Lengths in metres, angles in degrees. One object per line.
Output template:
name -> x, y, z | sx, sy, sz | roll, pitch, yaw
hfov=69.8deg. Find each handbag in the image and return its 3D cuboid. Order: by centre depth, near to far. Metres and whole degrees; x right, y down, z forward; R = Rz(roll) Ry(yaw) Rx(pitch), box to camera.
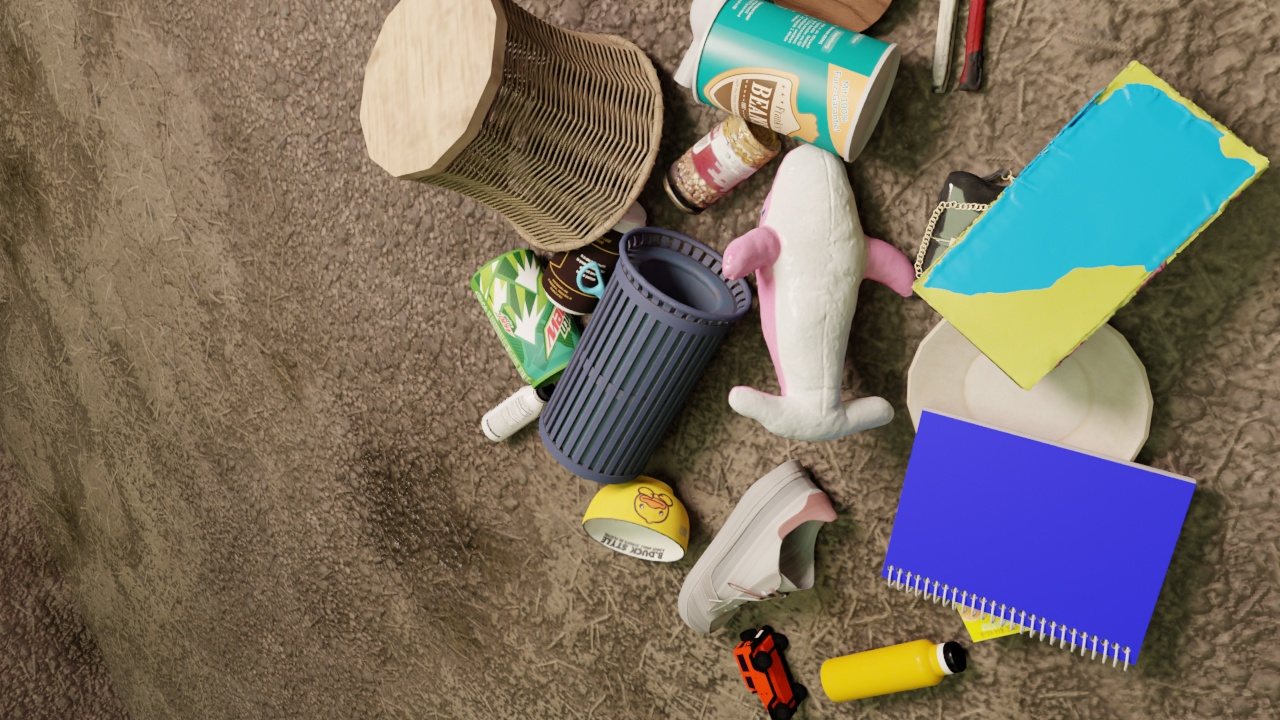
handbag -> 0.278, -0.098, 0.766 | 0.079, 0.054, 0.129 | 18, 111, 18

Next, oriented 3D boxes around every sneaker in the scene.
sneaker -> 0.124, 0.215, 0.935 | 0.089, 0.099, 0.237 | 46, 124, 33

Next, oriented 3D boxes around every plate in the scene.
plate -> 0.322, 0.031, 0.773 | 0.189, 0.027, 0.189 | 13, 117, 26

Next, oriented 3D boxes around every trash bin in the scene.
trash bin -> -0.006, 0.005, 0.939 | 0.139, 0.139, 0.250 | 41, 125, 18

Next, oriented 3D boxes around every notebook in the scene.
notebook -> 0.325, 0.148, 0.775 | 0.209, 0.022, 0.172 | 16, 107, 24

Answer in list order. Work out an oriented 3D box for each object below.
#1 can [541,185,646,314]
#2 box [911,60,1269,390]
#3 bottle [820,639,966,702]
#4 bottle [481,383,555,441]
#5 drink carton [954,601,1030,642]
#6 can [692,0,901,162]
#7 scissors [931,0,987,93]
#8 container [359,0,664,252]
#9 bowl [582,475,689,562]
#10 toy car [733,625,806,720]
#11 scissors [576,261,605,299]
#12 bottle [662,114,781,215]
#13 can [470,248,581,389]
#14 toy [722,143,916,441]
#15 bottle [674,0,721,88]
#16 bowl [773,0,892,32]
can -> -0.050, -0.114, 0.973 | 0.072, 0.071, 0.129 | 44, 124, 17
box -> 0.322, -0.094, 0.678 | 0.124, 0.079, 0.221 | 44, 104, 13
bottle -> 0.249, 0.305, 0.907 | 0.144, 0.043, 0.043 | -28, 87, 37
bottle -> -0.145, 0.058, 1.112 | 0.116, 0.041, 0.041 | -34, 83, 37
drink carton -> 0.303, 0.181, 0.833 | 0.059, 0.042, 0.134 | -28, 88, 35
can -> 0.131, -0.241, 0.776 | 0.144, 0.099, 0.099 | 26, 118, 16
scissors -> 0.265, -0.312, 0.726 | 0.140, 0.015, 0.189 | 43, 124, 19
container -> -0.126, -0.237, 0.867 | 0.227, 0.196, 0.226 | -9, 76, 39
bowl -> 0.001, 0.169, 1.013 | 0.117, 0.067, 0.117 | 14, 152, 7
toy car -> 0.138, 0.339, 0.991 | 0.049, 0.051, 0.100 | -20, 91, 35
scissors -> -0.032, -0.061, 0.969 | 0.139, 0.118, 0.015 | -58, 36, 24
bottle -> 0.076, -0.189, 0.871 | 0.105, 0.056, 0.056 | -33, 84, 37
can -> -0.124, -0.047, 1.038 | 0.083, 0.082, 0.144 | -34, 84, 37
toy -> 0.146, -0.058, 0.827 | 0.128, 0.186, 0.265 | 153, 120, -74
bottle -> 0.083, -0.337, 0.823 | 0.052, 0.052, 0.196 | 41, 123, 18
bowl -> 0.164, -0.334, 0.767 | 0.119, 0.032, 0.119 | 22, 136, 22
